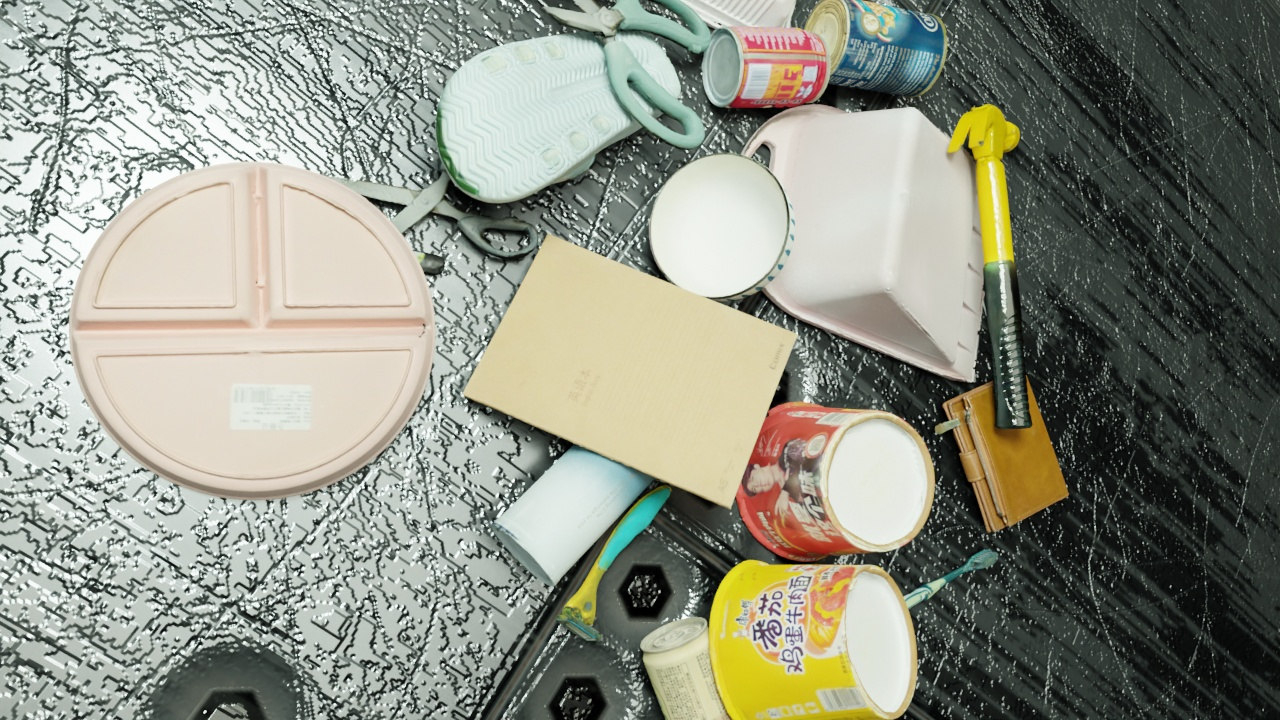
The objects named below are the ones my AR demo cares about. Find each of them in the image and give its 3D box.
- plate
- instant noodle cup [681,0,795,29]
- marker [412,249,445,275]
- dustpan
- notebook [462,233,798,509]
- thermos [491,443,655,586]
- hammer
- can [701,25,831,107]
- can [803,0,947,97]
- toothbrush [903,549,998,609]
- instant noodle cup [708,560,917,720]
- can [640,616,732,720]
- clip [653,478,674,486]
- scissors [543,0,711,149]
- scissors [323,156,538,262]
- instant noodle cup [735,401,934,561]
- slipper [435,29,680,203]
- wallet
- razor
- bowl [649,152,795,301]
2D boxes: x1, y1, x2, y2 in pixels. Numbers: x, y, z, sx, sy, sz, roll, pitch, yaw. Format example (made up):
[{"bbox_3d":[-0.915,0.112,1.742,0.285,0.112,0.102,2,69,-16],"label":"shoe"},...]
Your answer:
[{"bbox_3d":[-0.252,-0.021,0.610,0.229,0.028,0.229,1,88,-19],"label":"plate"},{"bbox_3d":[0.076,-0.365,0.795,0.173,0.060,0.138,20,76,-19],"label":"instant noodle cup"},{"bbox_3d":[-0.202,-0.080,0.663,0.124,0.015,0.018,10,80,-26],"label":"marker"},{"bbox_3d":[0.212,-0.121,0.853,0.273,0.139,0.222,29,68,-48],"label":"dustpan"},{"bbox_3d":[-0.004,0.004,0.687,0.211,0.012,0.149,23,67,5],"label":"notebook"},{"bbox_3d":[-0.013,0.070,0.696,0.220,0.070,0.070,-44,101,-21],"label":"thermos"},{"bbox_3d":[0.330,-0.087,0.845,0.128,0.033,0.300,-1,85,-51],"label":"hammer"},{"bbox_3d":[0.109,-0.252,0.791,0.093,0.067,0.066,-8,87,-24],"label":"can"},{"bbox_3d":[0.210,-0.285,0.835,0.111,0.075,0.075,1,83,-23],"label":"can"},{"bbox_3d":[0.253,0.212,0.824,0.191,0.018,0.016,-21,92,-25],"label":"toothbrush"},{"bbox_3d":[0.135,0.214,0.694,0.138,0.110,0.137,24,57,-43],"label":"instant noodle cup"},{"bbox_3d":[0.045,0.262,0.703,0.058,0.059,0.116,-21,93,-25],"label":"can"},{"bbox_3d":[0.030,0.093,0.743,0.056,0.027,0.024,13,81,-33],"label":"clip"},{"bbox_3d":[0.006,-0.253,0.728,0.170,0.019,0.180,46,49,-10],"label":"scissors"},{"bbox_3d":[-0.154,-0.115,0.682,0.159,0.014,0.180,40,67,-14],"label":"scissors"},{"bbox_3d":[0.160,0.098,0.747,0.137,0.109,0.138,3,82,-23],"label":"instant noodle cup"},{"bbox_3d":[-0.063,-0.193,0.708,0.244,0.074,0.104,-37,95,-39],"label":"slipper"},{"bbox_3d":[0.345,0.086,0.870,0.118,0.035,0.130,-18,89,-24],"label":"wallet"},{"bbox_3d":[-0.017,0.150,0.706,0.043,0.028,0.132,46,70,-37],"label":"razor"},{"bbox_3d":[0.072,-0.104,0.745,0.066,0.117,0.116,8,77,-67],"label":"bowl"}]
